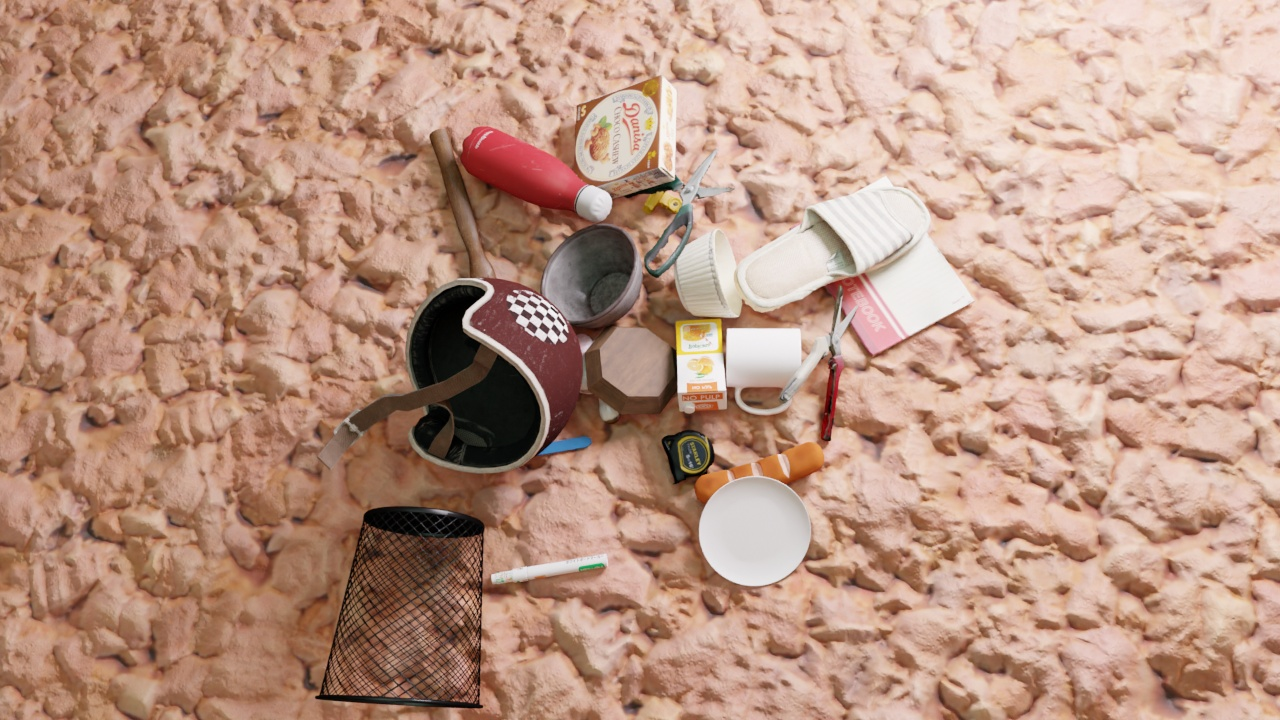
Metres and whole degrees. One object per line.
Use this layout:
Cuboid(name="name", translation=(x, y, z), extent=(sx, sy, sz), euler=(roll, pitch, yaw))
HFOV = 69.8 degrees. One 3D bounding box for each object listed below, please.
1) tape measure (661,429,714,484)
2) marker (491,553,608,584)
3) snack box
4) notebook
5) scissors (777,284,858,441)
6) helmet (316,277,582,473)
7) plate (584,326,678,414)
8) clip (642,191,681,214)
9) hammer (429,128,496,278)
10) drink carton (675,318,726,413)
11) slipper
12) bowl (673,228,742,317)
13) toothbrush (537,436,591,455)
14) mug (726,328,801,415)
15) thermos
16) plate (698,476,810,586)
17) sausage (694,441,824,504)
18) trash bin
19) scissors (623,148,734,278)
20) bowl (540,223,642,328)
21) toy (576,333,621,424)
Cuboid(name="tape measure", translation=(0.062, 0.118, 1.152), extent=(0.061, 0.034, 0.061), euler=(-16, 81, 6))
Cuboid(name="marker", translation=(-0.113, 0.260, 1.140), extent=(0.145, 0.017, 0.017), euler=(-10, 72, 4))
Cuboid(name="snack box", translation=(-0.022, -0.299, 1.254), extent=(0.147, 0.041, 0.143), euler=(-10, 69, 32))
Cuboid(name="notebook", translation=(0.314, -0.126, 1.206), extent=(0.153, 0.012, 0.208), euler=(-29, 72, -2))
Cuboid(name="scissors", translation=(0.225, 0.008, 1.133), extent=(0.015, 0.178, 0.198), euler=(4, 103, 45))
Cuboid(name="helmet", translation=(-0.193, 0.024, 1.102), extent=(0.234, 0.252, 0.234), euler=(28, 119, -6))
Cuboid(name="plate", translation=(-0.007, 0.007, 1.172), extent=(0.131, 0.025, 0.131), euler=(6, 63, -13))
Cuboid(name="clip", translation=(0.032, -0.223, 1.262), extent=(0.048, 0.046, 0.054), euler=(21, 74, 38))
Cuboid(name="hammer", translation=(-0.243, -0.185, 1.283), extent=(0.115, 0.033, 0.322), euler=(-19, 72, -1))
Cuboid(name="drink carton", translation=(0.076, 0.007, 1.157), extent=(0.058, 0.040, 0.122), euler=(-3, 51, 4))
Cuboid(name="slipper", translation=(0.247, -0.148, 1.179), extent=(0.272, 0.054, 0.114), euler=(-25, 67, -6))
Cuboid(name="bowl", translation=(0.084, -0.106, 1.182), extent=(0.063, 0.115, 0.115), euler=(-12, 72, 19))
Cuboid(name="toothbrush", translation=(-0.146, 0.117, 1.188), extent=(0.167, 0.014, 0.016), euler=(-10, 72, 3))
Cuboid(name="mug", translation=(0.155, 0.015, 1.159), extent=(0.090, 0.073, 0.110), euler=(0, 99, 7))
Cuboid(name="thermos", translation=(-0.139, -0.247, 1.243), extent=(0.240, 0.073, 0.073), euler=(29, 78, 26))
Cuboid(name="plate", translation=(0.138, 0.206, 1.111), extent=(0.134, 0.011, 0.134), euler=(0, 95, 0))
Cuboid(name="sausage", translation=(0.146, 0.141, 1.129), extent=(0.164, 0.044, 0.039), euler=(-18, 47, 1))
Cuboid(name="trash bin", translation=(-0.266, 0.290, 1.072), extent=(0.184, 0.184, 0.209), euler=(0, 68, 7))
Cuboid(name="scissors", translation=(0.027, -0.204, 1.214), extent=(0.205, 0.015, 0.201), euler=(19, 72, 43))
Cuboid(name="bowl", translation=(-0.053, -0.100, 1.201), extent=(0.145, 0.067, 0.144), euler=(-14, 61, 25))
Cuboid(name="toy", translation=(-0.050, 0.018, 1.192), extent=(0.079, 0.038, 0.122), euler=(-37, 85, -13))
